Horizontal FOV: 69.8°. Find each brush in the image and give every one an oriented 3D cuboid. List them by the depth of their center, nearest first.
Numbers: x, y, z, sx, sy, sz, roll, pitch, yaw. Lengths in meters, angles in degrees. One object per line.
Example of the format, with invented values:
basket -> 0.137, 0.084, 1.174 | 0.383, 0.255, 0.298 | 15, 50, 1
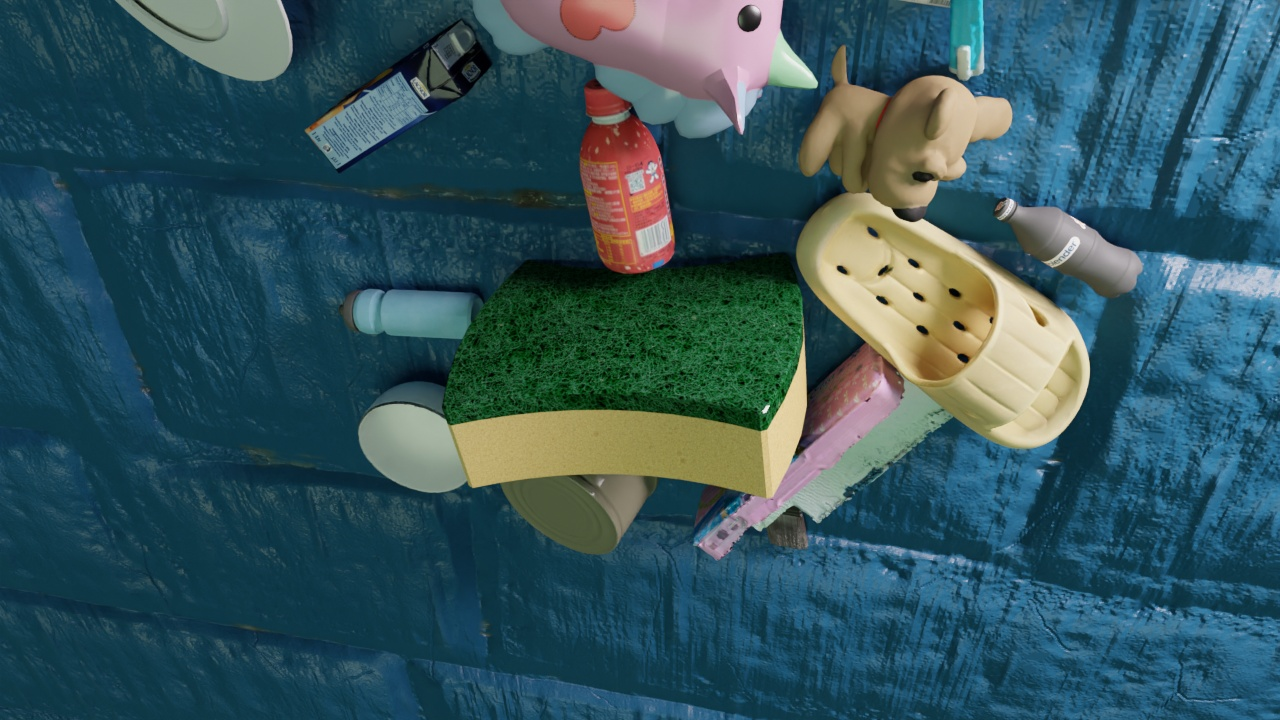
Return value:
brush -> -0.004, 0.004, 0.685 | 0.250, 0.194, 0.075 | 0, 127, 14
brush -> 0.130, 0.123, 0.861 | 0.039, 0.012, 0.151 | -3, 126, 17

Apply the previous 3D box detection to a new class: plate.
plate -> -0.328, -0.268, 0.612 | 0.209, 0.015, 0.209 | 24, 155, 12

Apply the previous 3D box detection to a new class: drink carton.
drink carton -> -0.174, -0.190, 0.663 | 0.130, 0.064, 0.040 | -21, 120, 27

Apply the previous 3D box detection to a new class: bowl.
bowl -> -0.202, 0.064, 0.867 | 0.113, 0.063, 0.114 | 7, 128, 9

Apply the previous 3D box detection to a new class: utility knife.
utility knife -> 0.195, -0.204, 0.545 | 0.022, 0.015, 0.124 | 9, 168, 20

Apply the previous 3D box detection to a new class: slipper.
slipper -> 0.230, -0.026, 0.664 | 0.261, 0.079, 0.111 | 35, 101, -9

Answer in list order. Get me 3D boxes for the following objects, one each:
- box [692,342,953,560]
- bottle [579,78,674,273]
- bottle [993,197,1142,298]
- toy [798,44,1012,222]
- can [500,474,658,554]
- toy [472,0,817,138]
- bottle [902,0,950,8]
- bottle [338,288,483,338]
box -> 0.156, 0.096, 0.774 | 0.105, 0.086, 0.231 | 37, 121, -9
bottle -> -0.013, -0.136, 0.667 | 0.062, 0.061, 0.138 | 0, 126, 14
bottle -> 0.298, -0.082, 0.644 | 0.110, 0.036, 0.036 | 28, 128, -7
toy -> 0.166, -0.147, 0.598 | 0.108, 0.133, 0.106 | 18, 110, 33
can -> -0.056, 0.108, 0.833 | 0.128, 0.073, 0.128 | 22, 142, 18
toy -> -0.009, -0.220, 0.576 | 0.222, 0.119, 0.171 | -5, 116, 16
bottle -> 0.148, -0.242, 0.556 | 0.116, 0.041, 0.041 | 11, 129, 6
bottle -> -0.203, -0.041, 0.801 | 0.130, 0.040, 0.040 | 3, 128, 12
